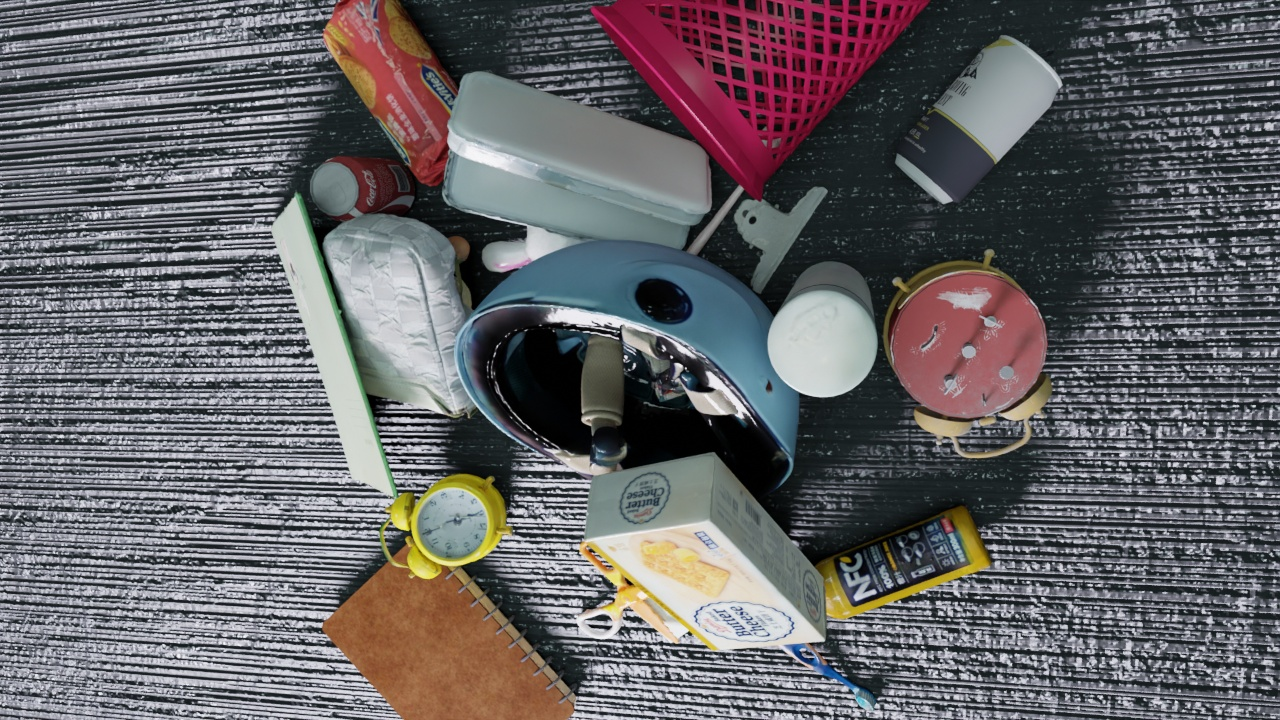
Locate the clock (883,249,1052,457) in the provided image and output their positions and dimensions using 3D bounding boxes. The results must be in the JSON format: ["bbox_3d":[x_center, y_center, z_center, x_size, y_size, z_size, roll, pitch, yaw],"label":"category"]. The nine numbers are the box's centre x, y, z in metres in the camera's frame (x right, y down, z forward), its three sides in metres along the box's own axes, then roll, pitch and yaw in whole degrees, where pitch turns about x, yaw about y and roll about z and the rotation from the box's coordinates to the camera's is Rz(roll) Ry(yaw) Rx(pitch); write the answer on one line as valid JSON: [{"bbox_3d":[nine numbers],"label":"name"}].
[{"bbox_3d":[0.254,0.001,0.706,0.117,0.081,0.159,-17,97,16],"label":"clock"}]

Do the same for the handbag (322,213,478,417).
[{"bbox_3d":[-0.186,-0.047,0.772,0.113,0.123,0.172,12,128,24],"label":"handbag"}]

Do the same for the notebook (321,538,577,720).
[{"bbox_3d":[-0.184,0.293,0.897,0.168,0.024,0.225,-43,89,18],"label":"notebook"}]

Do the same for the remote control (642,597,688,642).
[{"bbox_3d":[0.060,0.196,0.820,0.143,0.024,0.049,-43,89,17],"label":"remote control"}]

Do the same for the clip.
[{"bbox_3d":[0.103,-0.108,0.749,0.054,0.038,0.102,30,105,-7],"label":"clip"}]

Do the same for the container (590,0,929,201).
[{"bbox_3d":[0.109,-0.259,0.652,0.226,0.183,0.183,-42,89,9],"label":"container"}]

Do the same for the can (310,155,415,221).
[{"bbox_3d":[-0.236,-0.146,0.784,0.054,0.096,0.054,3,101,13],"label":"can"}]

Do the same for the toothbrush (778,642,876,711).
[{"bbox_3d":[0.155,0.266,0.816,0.135,0.017,0.021,38,105,3],"label":"toothbrush"}]

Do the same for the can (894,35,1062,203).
[{"bbox_3d":[0.252,-0.181,0.680,0.064,0.064,0.127,42,107,3],"label":"can"}]

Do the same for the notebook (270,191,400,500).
[{"bbox_3d":[-0.268,-0.008,0.797,0.010,0.182,0.252,-19,98,-27],"label":"notebook"}]

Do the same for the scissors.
[{"bbox_3d":[-0.016,0.219,0.840,0.125,0.011,0.129,41,115,15],"label":"scissors"}]

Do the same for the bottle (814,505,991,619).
[{"bbox_3d":[0.194,0.180,0.770,0.186,0.053,0.053,-26,94,17],"label":"bottle"}]

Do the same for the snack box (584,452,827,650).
[{"bbox_3d":[0.055,0.154,0.702,0.104,0.057,0.208,-15,136,28],"label":"snack box"}]

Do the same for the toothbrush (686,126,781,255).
[{"bbox_3d":[0.057,-0.115,0.765,0.018,0.015,0.181,39,106,10],"label":"toothbrush"}]

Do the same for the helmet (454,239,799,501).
[{"bbox_3d":[-0.004,0.004,0.711,0.265,0.166,0.226,25,141,-10],"label":"helmet"}]

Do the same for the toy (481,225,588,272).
[{"bbox_3d":[-0.071,-0.096,0.787,0.125,0.037,0.076,-33,88,11],"label":"toy"}]

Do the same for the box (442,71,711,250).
[{"bbox_3d":[-0.053,-0.143,0.739,0.216,0.107,0.110,17,140,-12],"label":"box"}]

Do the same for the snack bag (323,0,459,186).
[{"bbox_3d":[-0.195,-0.230,0.771,0.082,0.082,0.176,-33,93,17],"label":"snack bag"}]

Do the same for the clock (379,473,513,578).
[{"bbox_3d":[-0.179,0.151,0.840,0.119,0.057,0.083,-20,88,0],"label":"clock"}]

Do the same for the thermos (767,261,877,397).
[{"bbox_3d":[0.132,-0.029,0.651,0.068,0.229,0.068,2,101,12],"label":"thermos"}]
